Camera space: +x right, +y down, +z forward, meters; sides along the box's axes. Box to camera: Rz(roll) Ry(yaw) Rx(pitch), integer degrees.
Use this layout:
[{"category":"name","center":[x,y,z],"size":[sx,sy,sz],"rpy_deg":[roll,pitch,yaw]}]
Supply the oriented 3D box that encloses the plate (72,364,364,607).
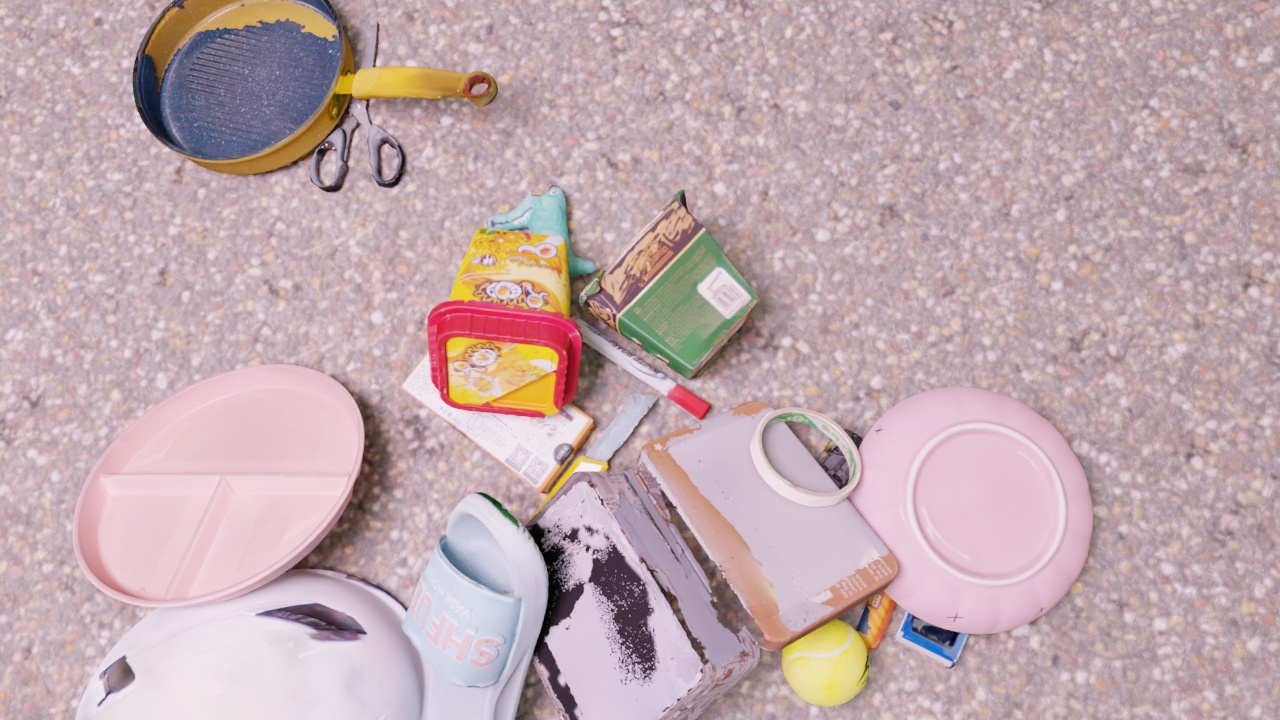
[{"category":"plate","center":[-0.327,0.095,0.726],"size":[0.229,0.028,0.229],"rpy_deg":[-6,47,6]}]

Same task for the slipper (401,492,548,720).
[{"category":"slipper","center":[-0.132,0.206,0.665],"size":[0.104,0.074,0.246],"rpy_deg":[33,119,43]}]

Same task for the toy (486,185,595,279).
[{"category":"toy","center":[-0.088,-0.110,0.804],"size":[0.096,0.030,0.091],"rpy_deg":[-7,73,10]}]

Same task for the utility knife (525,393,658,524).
[{"category":"utility knife","center":[-0.058,0.114,0.760],"size":[0.033,0.015,0.223],"rpy_deg":[37,85,11]}]

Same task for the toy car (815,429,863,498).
[{"category":"toy car","center":[0.148,0.106,0.741],"size":[0.049,0.031,0.106],"rpy_deg":[41,82,11]}]

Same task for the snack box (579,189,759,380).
[{"category":"snack box","center":[0.031,-0.050,0.741],"size":[0.105,0.117,0.118],"rpy_deg":[42,86,6]}]

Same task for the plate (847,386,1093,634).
[{"category":"plate","center":[0.258,0.110,0.703],"size":[0.192,0.039,0.192],"rpy_deg":[0,76,-2]}]

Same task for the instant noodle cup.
[{"category":"instant noodle cup","center":[-0.103,-0.034,0.731],"size":[0.116,0.116,0.123],"rpy_deg":[6,51,-4]}]

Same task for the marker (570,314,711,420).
[{"category":"marker","center":[-0.005,0.005,0.780],"size":[0.145,0.017,0.017],"rpy_deg":[34,82,9]}]

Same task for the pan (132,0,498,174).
[{"category":"pan","center":[-0.285,-0.250,0.809],"size":[0.357,0.078,0.197],"rpy_deg":[13,77,9]}]

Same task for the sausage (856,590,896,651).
[{"category":"sausage","center":[0.206,0.158,0.731],"size":[0.021,0.021,0.165],"rpy_deg":[23,80,8]}]

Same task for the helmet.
[{"category":"helmet","center":[-0.297,0.266,0.677],"size":[0.258,0.146,0.229],"rpy_deg":[-16,78,0]}]

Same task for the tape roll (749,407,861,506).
[{"category":"tape roll","center":[0.127,0.073,0.701],"size":[0.085,0.014,0.085],"rpy_deg":[10,46,-11]}]

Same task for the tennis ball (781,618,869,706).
[{"category":"tennis ball","center":[0.141,0.229,0.699],"size":[0.065,0.065,0.065],"rpy_deg":[-1,78,3]}]

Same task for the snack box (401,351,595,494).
[{"category":"snack box","center":[-0.120,0.038,0.775],"size":[0.154,0.026,0.075],"rpy_deg":[35,82,10]}]

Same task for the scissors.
[{"category":"scissors","center":[-0.264,-0.230,0.848],"size":[0.164,0.014,0.164],"rpy_deg":[43,83,11]}]

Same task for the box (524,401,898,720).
[{"category":"box","center":[0.033,0.150,0.671],"size":[0.269,0.136,0.179],"rpy_deg":[-33,62,-4]}]

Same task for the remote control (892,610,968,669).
[{"category":"remote control","center":[0.246,0.175,0.724],"size":[0.049,0.024,0.124],"rpy_deg":[26,80,8]}]
